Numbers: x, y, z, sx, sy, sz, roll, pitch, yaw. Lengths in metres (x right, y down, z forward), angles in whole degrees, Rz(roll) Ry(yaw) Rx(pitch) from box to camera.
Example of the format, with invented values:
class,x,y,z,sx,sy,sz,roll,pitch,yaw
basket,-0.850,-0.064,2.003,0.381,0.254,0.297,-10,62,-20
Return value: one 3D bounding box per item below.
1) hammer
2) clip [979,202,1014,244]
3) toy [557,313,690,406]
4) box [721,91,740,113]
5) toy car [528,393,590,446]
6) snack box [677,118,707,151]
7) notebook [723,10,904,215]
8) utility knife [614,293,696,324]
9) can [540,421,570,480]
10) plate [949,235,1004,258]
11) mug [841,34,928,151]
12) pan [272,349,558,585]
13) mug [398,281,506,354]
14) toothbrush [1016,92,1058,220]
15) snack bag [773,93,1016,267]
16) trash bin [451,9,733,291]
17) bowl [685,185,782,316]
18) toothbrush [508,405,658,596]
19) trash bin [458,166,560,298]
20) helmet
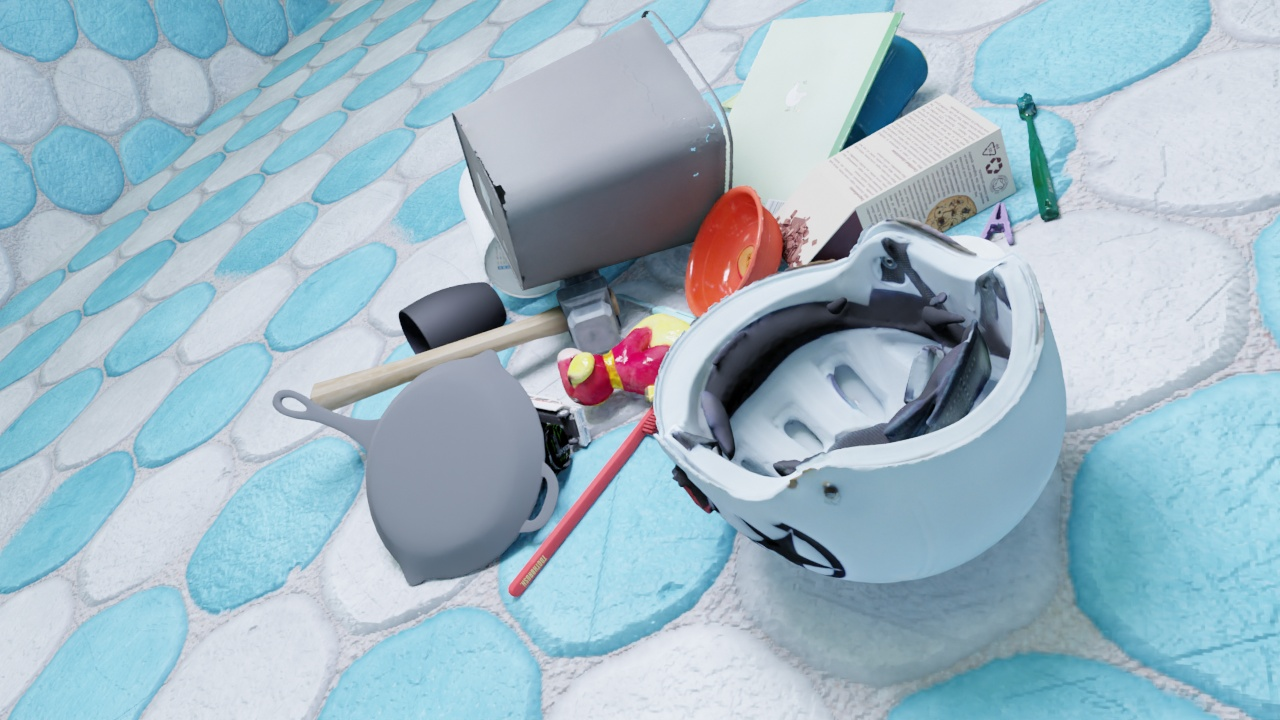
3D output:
class,x,y,z,sx,sy,sz,roll,pitch,yaw
hammer,-0.178,-0.010,0.936,0.323,0.051,0.117,-18,29,0
clip,0.309,-0.114,0.783,0.050,0.014,0.046,-44,37,-13
toy,-0.005,0.005,0.845,0.137,0.067,0.105,-20,37,-4
box,0.200,-0.328,1.105,0.137,0.024,0.187,-39,36,-19
toy car,-0.089,0.052,0.868,0.113,0.039,0.038,6,29,40
snack box,-0.006,-0.250,1.147,0.174,0.053,0.075,-33,35,-3
notebook,0.156,-0.254,0.975,0.182,0.010,0.252,21,85,50
utility knife,0.026,-0.046,0.915,0.022,0.016,0.177,-18,24,-32
can,-0.133,0.093,0.835,0.138,0.054,0.053,-15,39,23
plate,0.248,-0.059,0.751,0.104,0.026,0.104,-20,37,16
mug,0.245,-0.277,0.975,0.078,0.078,0.121,12,59,44
pan,-0.225,0.077,0.839,0.355,0.024,0.216,15,84,29
mug,-0.211,-0.039,1.041,0.100,0.085,0.119,-32,2,-24
toothbrush,0.358,-0.189,0.830,0.016,0.017,0.189,-13,40,25
snack bag,0.219,-0.150,0.842,0.206,0.070,0.094,-29,36,6
trash bin,-0.051,-0.196,0.921,0.220,0.198,0.197,-23,62,-10
bowl,0.094,-0.095,0.863,0.131,0.045,0.130,-45,37,48
toothbrush,-0.038,0.114,0.774,0.018,0.012,0.212,14,56,45
trash bin,-0.142,-0.161,1.085,0.133,0.133,0.161,-28,41,7
helmet,0.141,0.040,0.599,0.236,0.164,0.264,-44,31,-22
